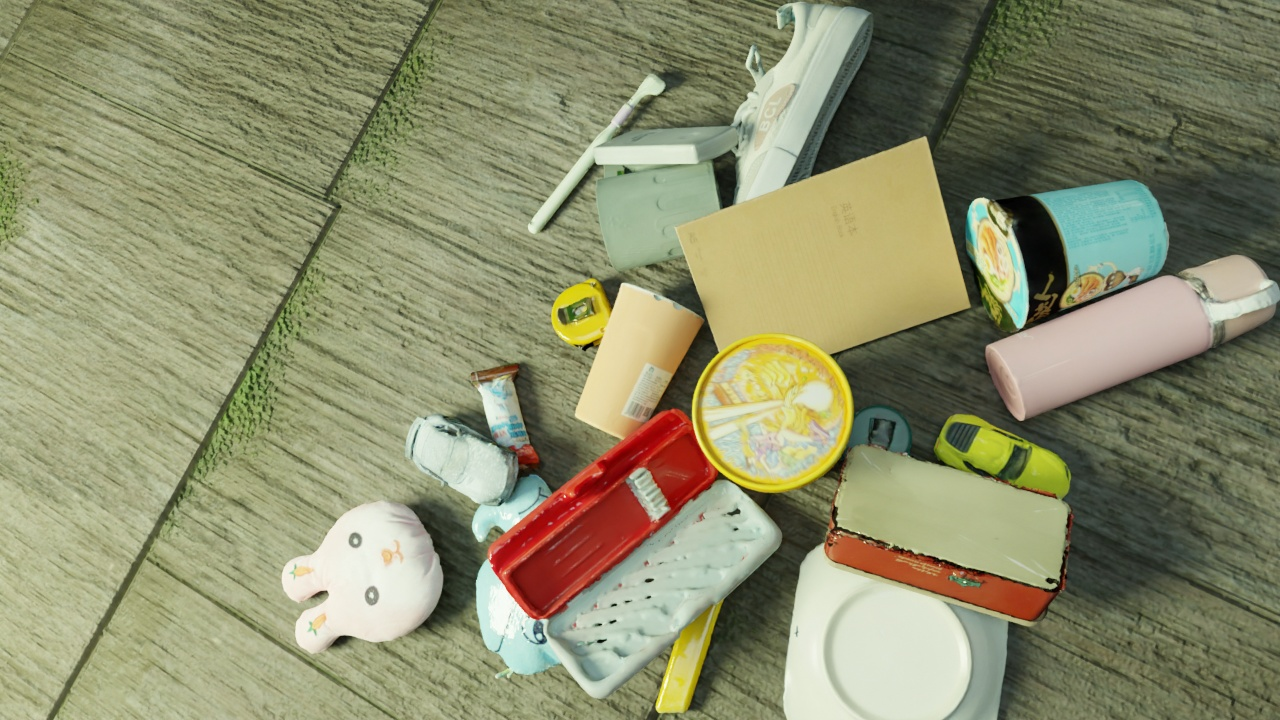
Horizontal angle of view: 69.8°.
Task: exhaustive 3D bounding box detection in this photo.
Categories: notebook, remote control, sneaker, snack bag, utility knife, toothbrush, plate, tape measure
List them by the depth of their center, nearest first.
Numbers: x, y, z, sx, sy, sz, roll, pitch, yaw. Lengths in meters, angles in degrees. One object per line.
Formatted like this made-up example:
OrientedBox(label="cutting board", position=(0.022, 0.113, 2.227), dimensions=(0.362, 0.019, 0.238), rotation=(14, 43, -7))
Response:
OrientedBox(label="plate", position=(0.197, 0.228, 0.709), dimensions=(0.164, 0.034, 0.163), rotation=(7, 78, 14))
OrientedBox(label="tape measure", position=(0.194, 0.064, 0.752), dimensions=(0.058, 0.025, 0.054), rotation=(9, 80, 14))
OrientedBox(label="utility knife", position=(0.045, 0.217, 0.756), dimensions=(0.033, 0.015, 0.153), rotation=(16, 82, 22))
OrientedBox(label="notebook", position=(0.151, -0.077, 0.759), dimensions=(0.211, 0.012, 0.149), rotation=(-19, 108, 7))
OrientedBox(label="sneaker", position=(0.115, -0.207, 0.800), dimensions=(0.091, 0.089, 0.242), rotation=(22, 82, 19))
OrientedBox(label="remote control", position=(0.021, -0.188, 0.808), dimensions=(0.056, 0.019, 0.135), rotation=(-33, 30, -35))
OrientedBox(label="snack bag", position=(-0.122, 0.053, 0.827), dimensions=(0.048, 0.026, 0.104), rotation=(-14, 74, 1))
OrientedBox(label="tape measure", position=(-0.052, -0.041, 0.831), dimensions=(0.057, 0.029, 0.060), rotation=(-24, 73, 7))
OrientedBox(label="toothbrush", position=(-0.043, -0.194, 0.871), dimensions=(0.189, 0.020, 0.029), rotation=(-50, 45, -1))

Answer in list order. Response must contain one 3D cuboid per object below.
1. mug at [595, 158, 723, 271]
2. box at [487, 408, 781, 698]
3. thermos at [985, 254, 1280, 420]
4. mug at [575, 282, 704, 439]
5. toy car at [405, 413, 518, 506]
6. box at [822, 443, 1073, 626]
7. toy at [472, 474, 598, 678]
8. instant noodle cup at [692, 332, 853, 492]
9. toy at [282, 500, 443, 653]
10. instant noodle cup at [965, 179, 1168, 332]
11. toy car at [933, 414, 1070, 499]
OrientedBox(label="mug", position=(0.019, -0.144, 0.819), dimensions=(0.103, 0.084, 0.123), rotation=(-10, 50, 9))
OrientedBox(label="box", position=(-0.004, 0.150, 0.737), dimensions=(0.200, 0.065, 0.160), rotation=(-37, 81, -15))
OrientedBox(label="thermos", position=(0.374, -0.018, 0.698), dimensions=(0.199, 0.087, 0.067), rotation=(-21, 93, 8))
OrientedBox(label="mug", position=(-0.005, 0.005, 0.788), dimensions=(0.078, 0.078, 0.122), rotation=(23, 88, 17))
OrientedBox(label="toy car", position=(-0.158, 0.086, 0.807), dimensions=(0.121, 0.036, 0.054), rotation=(21, 94, 33))
OrientedBox(label="box", position=(0.229, 0.123, 0.689), dimensions=(0.168, 0.078, 0.091), rotation=(15, 54, 15))
OrientedBox(label="toy", position=(-0.091, 0.188, 0.776), dimensions=(0.161, 0.050, 0.156), rotation=(28, 82, 22))
OrientedBox(label="instant noodle cup", position=(0.108, 0.049, 0.728), dimensions=(0.118, 0.114, 0.118), rotation=(-3, 76, 12))
OrientedBox(label="toy", position=(-0.249, 0.196, 0.811), dimensions=(0.160, 0.054, 0.121), rotation=(-29, 72, 13))
OrientedBox(label="instant noodle cup", position=(0.335, -0.089, 0.719), dimensions=(0.120, 0.111, 0.111), rotation=(-14, 74, 3))
OrientedBox(label="toy car", position=(0.286, 0.079, 0.724), dimensions=(0.105, 0.032, 0.048), rotation=(27, 84, 16))
